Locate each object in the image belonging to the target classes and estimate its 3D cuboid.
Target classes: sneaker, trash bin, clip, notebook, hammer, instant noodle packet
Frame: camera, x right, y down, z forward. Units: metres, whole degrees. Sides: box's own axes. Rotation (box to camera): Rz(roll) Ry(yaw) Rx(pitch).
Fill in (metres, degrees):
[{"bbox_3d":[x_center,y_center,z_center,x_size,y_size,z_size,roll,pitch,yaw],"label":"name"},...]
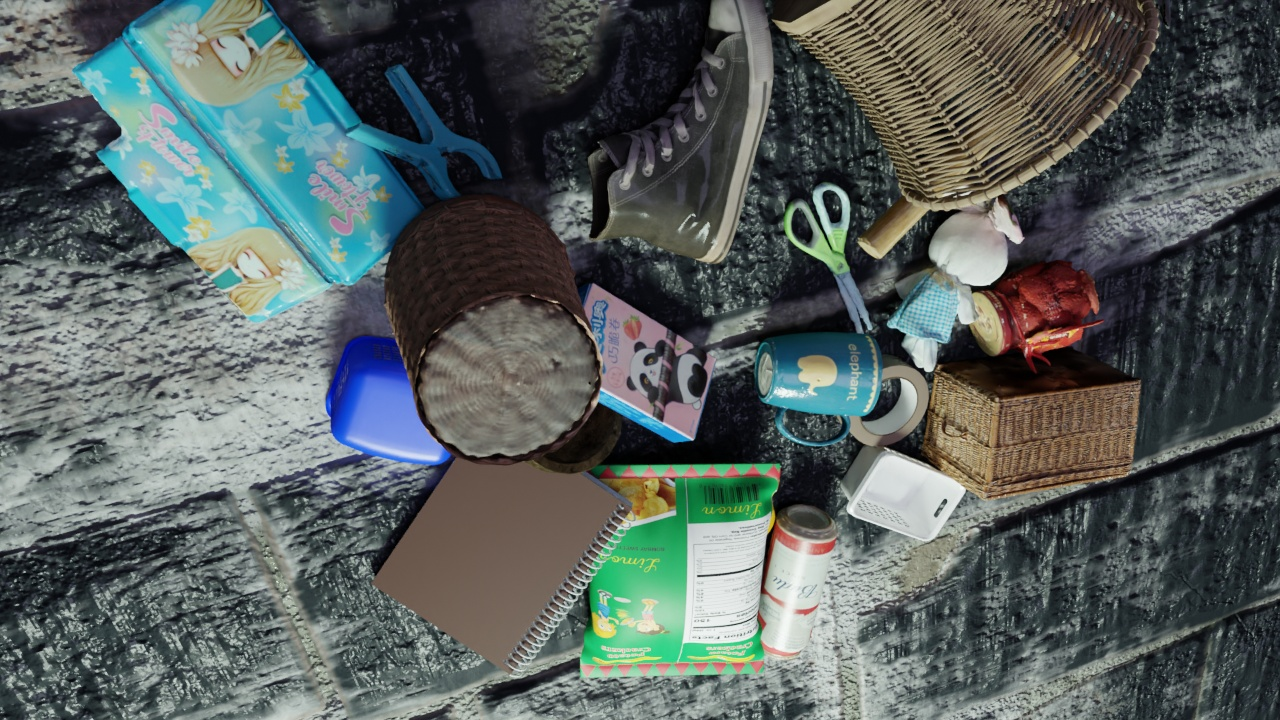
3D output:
[{"bbox_3d":[0.029,-0.198,0.749,0.119,0.095,0.235,3,120,-19],"label":"sneaker"},{"bbox_3d":[-0.103,-0.024,0.662,0.151,0.210,0.151,-7,115,-16],"label":"trash bin"},{"bbox_3d":[-0.156,-0.179,0.723,0.113,0.028,0.127,-53,125,-17],"label":"clip"},{"bbox_3d":[-0.129,0.177,0.872,0.171,0.022,0.209,35,101,-4],"label":"notebook"},{"bbox_3d":[0.319,-0.215,0.802,0.330,0.132,0.033,-46,116,4],"label":"hammer"},{"bbox_3d":[0.036,0.218,0.932,0.195,0.090,0.253,0,112,-3],"label":"instant noodle packet"}]

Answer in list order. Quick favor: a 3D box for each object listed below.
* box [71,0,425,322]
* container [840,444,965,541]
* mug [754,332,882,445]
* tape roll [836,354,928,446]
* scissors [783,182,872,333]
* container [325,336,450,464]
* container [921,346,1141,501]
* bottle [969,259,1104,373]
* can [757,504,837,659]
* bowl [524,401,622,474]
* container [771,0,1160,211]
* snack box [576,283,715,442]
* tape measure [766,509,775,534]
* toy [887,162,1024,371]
[{"bbox_3d":[-0.293,-0.147,0.680,0.180,0.074,0.227,-35,120,-1],"label":"box"},{"bbox_3d":[0.282,0.139,1.006,0.129,0.049,0.081,22,106,-25],"label":"container"},{"bbox_3d":[0.168,0.027,0.892,0.104,0.084,0.112,3,88,-11],"label":"mug"},{"bbox_3d":[0.253,0.042,0.963,0.093,0.030,0.094,-7,116,-15],"label":"tape roll"},{"bbox_3d":[0.189,-0.090,0.893,0.072,0.033,0.175,-32,116,-6],"label":"scissors"},{"bbox_3d":[-0.207,0.039,0.795,0.114,0.058,0.096,17,107,-24],"label":"container"},{"bbox_3d":[0.415,0.063,0.978,0.198,0.114,0.113,-7,112,-16],"label":"container"},{"bbox_3d":[0.404,-0.046,0.935,0.111,0.099,0.099,-17,118,-5],"label":"bottle"},{"bbox_3d":[0.167,0.243,1.007,0.067,0.067,0.170,1,114,-19],"label":"can"},{"bbox_3d":[-0.082,0.044,0.828,0.121,0.056,0.121,9,74,-35],"label":"bowl"},{"bbox_3d":[0.238,-0.266,0.714,0.196,0.226,0.227,38,98,-22],"label":"container"},{"bbox_3d":[-0.005,0.005,0.835,0.154,0.033,0.087,31,64,-27],"label":"snack box"},{"bbox_3d":[0.113,0.168,0.976,0.059,0.030,0.068,4,113,-18],"label":"tape measure"},{"bbox_3d":[0.313,-0.080,0.893,0.105,0.131,0.206,-9,124,-32],"label":"toy"}]
